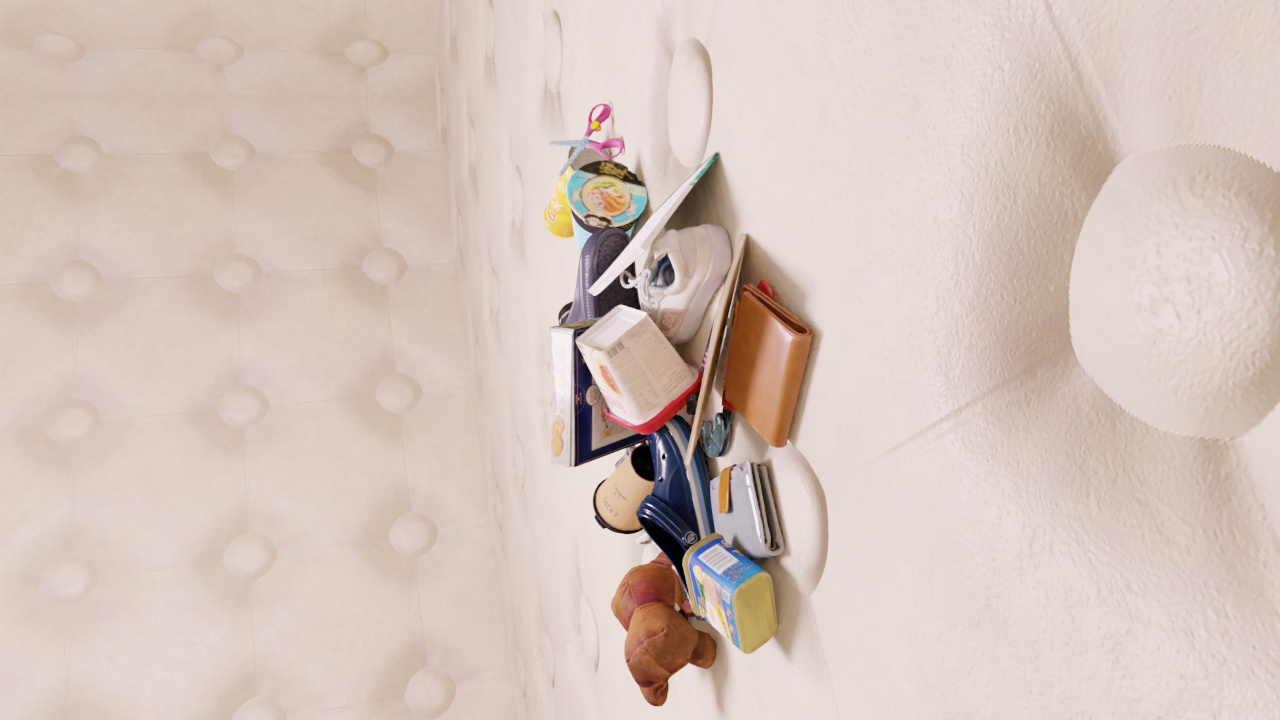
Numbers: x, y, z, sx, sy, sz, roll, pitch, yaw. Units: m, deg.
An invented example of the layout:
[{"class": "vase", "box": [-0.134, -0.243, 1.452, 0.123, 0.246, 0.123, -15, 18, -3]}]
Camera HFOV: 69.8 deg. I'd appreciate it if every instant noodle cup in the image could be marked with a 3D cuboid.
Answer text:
[{"class": "instant noodle cup", "box": [-0.053, -0.203, 1.301, 0.121, 0.111, 0.111, 106, 154, -64]}, {"class": "instant noodle cup", "box": [-0.007, 0.007, 1.117, 0.116, 0.116, 0.124, 23, 149, 58]}]

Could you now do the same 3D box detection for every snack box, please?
[{"class": "snack box", "box": [-0.044, 0.032, 1.209, 0.046, 0.182, 0.178, 11, 106, 37]}]

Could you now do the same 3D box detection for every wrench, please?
[{"class": "wrench", "box": [0.105, 0.020, 1.001, 0.274, 0.016, 0.056, 104, 154, -47]}]

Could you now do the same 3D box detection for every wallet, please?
[{"class": "wallet", "box": [0.107, 0.166, 0.998, 0.130, 0.037, 0.106, 132, 129, -66]}, {"class": "wallet", "box": [0.121, 0.005, 0.903, 0.108, 0.031, 0.132, 46, 140, 45]}]

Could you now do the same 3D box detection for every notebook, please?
[{"class": "notebook", "box": [0.011, -0.157, 1.090, 0.150, 0.012, 0.209, -53, 8, -18]}, {"class": "notebook", "box": [0.079, -0.011, 0.967, 0.147, 0.008, 0.208, -67, -11, -53]}]

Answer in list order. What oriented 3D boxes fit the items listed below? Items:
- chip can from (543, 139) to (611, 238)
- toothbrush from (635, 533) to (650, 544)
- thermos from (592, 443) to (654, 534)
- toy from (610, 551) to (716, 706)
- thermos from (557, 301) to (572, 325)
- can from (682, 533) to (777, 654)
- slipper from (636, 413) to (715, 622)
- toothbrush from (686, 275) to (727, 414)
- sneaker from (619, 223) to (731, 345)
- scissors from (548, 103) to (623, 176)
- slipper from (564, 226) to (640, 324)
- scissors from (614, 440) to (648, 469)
[{"class": "chip can", "box": [-0.104, -0.274, 1.488, 0.214, 0.072, 0.072, 133, 130, -65]}, {"class": "toothbrush", "box": [0.023, 0.249, 1.321, 0.188, 0.016, 0.017, 128, 124, -64]}, {"class": "thermos", "box": [-0.009, 0.180, 1.293, 0.144, 0.093, 0.093, 119, 143, -49]}, {"class": "toy", "box": [0.025, 0.341, 1.202, 0.130, 0.140, 0.199, 47, -174, -32]}, {"class": "thermos", "box": [-0.074, -0.004, 1.459, 0.090, 0.068, 0.242, -37, 39, 16]}, {"class": "can", "box": [0.097, 0.247, 0.972, 0.083, 0.057, 0.102, 30, 140, 50]}, {"class": "slipper", "box": [0.042, 0.193, 1.115, 0.105, 0.095, 0.252, 119, 139, -65]}, {"class": "toothbrush", "box": [0.078, -0.014, 1.058, 0.014, 0.017, 0.190, 46, 135, 43]}, {"class": "sneaker", "box": [0.027, -0.081, 1.095, 0.243, 0.090, 0.089, 121, 142, -63]}, {"class": "scissors", "box": [-0.077, -0.325, 1.368, 0.135, 0.133, 0.017, 33, 175, 30]}, {"class": "slipper", "box": [-0.056, -0.060, 1.277, 0.083, 0.110, 0.268, 18, 123, 36]}, {"class": "scissors", "box": [-0.012, 0.136, 1.401, 0.189, 0.015, 0.223, -140, 46, -66]}]
